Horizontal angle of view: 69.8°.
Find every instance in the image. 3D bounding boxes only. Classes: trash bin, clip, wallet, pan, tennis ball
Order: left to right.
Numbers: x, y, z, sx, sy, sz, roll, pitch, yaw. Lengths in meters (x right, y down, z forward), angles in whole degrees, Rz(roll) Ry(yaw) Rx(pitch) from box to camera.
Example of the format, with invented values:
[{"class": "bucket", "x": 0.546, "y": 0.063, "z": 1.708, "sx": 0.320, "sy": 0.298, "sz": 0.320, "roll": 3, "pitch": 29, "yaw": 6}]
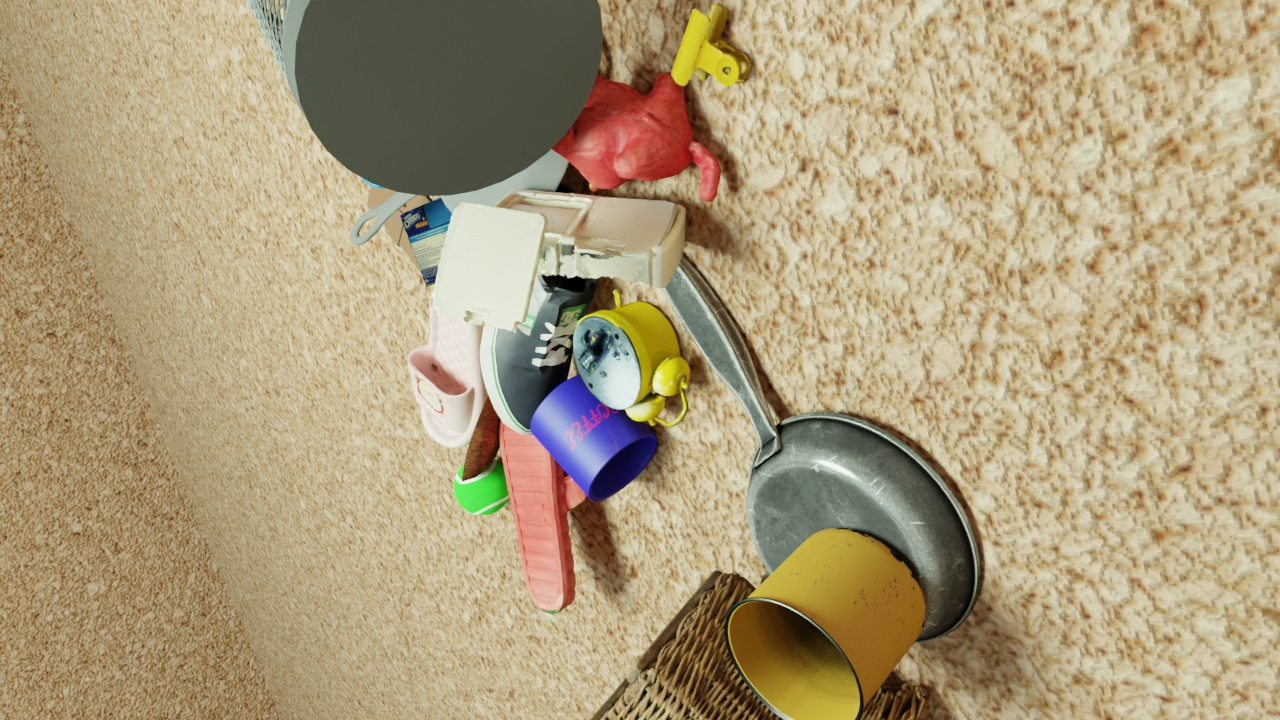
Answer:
[{"class": "wallet", "x": -0.257, "y": -0.164, "z": 1.000, "sx": 0.121, "sy": 0.013, "sz": 0.088, "roll": 49, "pitch": 136, "yaw": 20}, {"class": "trash bin", "x": -0.155, "y": -0.254, "z": 0.611, "sx": 0.227, "sy": 0.217, "sz": 0.218, "roll": 59, "pitch": 146, "yaw": 35}, {"class": "pan", "x": -0.167, "y": -0.181, "z": 0.792, "sx": 0.356, "sy": 0.024, "sz": 0.216, "roll": -26, "pitch": 73, "yaw": 40}, {"class": "tennis ball", "x": -0.177, "y": 0.141, "z": 1.033, "sx": 0.065, "sy": 0.065, "sz": 0.065, "roll": 27, "pitch": 129, "yaw": 39}, {"class": "clip", "x": 0.050, "y": -0.203, "z": 0.607, "sx": 0.049, "sy": 0.044, "sz": 0.054, "roll": 16, "pitch": 134, "yaw": -7}, {"class": "pan", "x": 0.102, "y": 0.058, "z": 0.675, "sx": 0.357, "sy": 0.055, "sz": 0.188, "roll": 52, "pitch": 141, "yaw": 9}]

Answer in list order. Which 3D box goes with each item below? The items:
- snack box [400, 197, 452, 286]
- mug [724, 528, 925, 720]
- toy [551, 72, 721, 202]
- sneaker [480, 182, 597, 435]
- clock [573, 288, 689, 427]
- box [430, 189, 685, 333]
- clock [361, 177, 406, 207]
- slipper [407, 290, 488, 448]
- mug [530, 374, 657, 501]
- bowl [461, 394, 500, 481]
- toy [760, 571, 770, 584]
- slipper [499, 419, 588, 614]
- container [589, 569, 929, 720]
[{"class": "snack box", "x": -0.178, "y": -0.124, "z": 0.908, "sx": 0.150, "sy": 0.027, "sz": 0.082, "roll": -6, "pitch": 105, "yaw": 45}, {"class": "mug", "x": 0.123, "y": 0.183, "z": 0.608, "sx": 0.100, "sy": 0.093, "sz": 0.124, "roll": 27, "pitch": 131, "yaw": 32}, {"class": "toy", "x": 0.005, "y": -0.154, "z": 0.667, "sx": 0.133, "sy": 0.088, "sz": 0.094, "roll": 26, "pitch": 166, "yaw": 15}, {"class": "sneaker", "x": -0.080, "y": -0.034, "z": 0.790, "sx": 0.079, "sy": 0.084, "sz": 0.236, "roll": 29, "pitch": 121, "yaw": 43}, {"class": "clock", "x": -0.004, "y": 0.004, "z": 0.755, "sx": 0.118, "sy": 0.057, "sz": 0.084, "roll": 55, "pitch": 141, "yaw": 14}, {"class": "box", "x": -0.049, "y": -0.087, "z": 0.624, "sx": 0.143, "sy": 0.186, "sz": 0.070, "roll": 6, "pitch": 120, "yaw": 9}, {"class": "clock", "x": -0.259, "y": -0.239, "z": 0.920, "sx": 0.161, "sy": 0.060, "sz": 0.117, "roll": 52, "pitch": 141, "yaw": 19}, {"class": "slipper", "x": -0.213, "y": 0.014, "z": 1.013, "sx": 0.107, "sy": 0.055, "sz": 0.222, "roll": 41, "pitch": 136, "yaw": 26}, {"class": "mug", "x": -0.039, "y": 0.075, "z": 0.830, "sx": 0.083, "sy": 0.079, "sz": 0.111, "roll": 45, "pitch": 166, "yaw": 24}, {"class": "bowl", "x": -0.160, "y": 0.080, "z": 0.974, "sx": 0.026, "sy": 0.101, "sz": 0.114, "roll": 19, "pitch": 141, "yaw": -3}, {"class": "toy", "x": 0.097, "y": 0.213, "z": 0.774, "sx": 0.049, "sy": 0.030, "sz": 0.112, "roll": 37, "pitch": 137, "yaw": 11}, {"class": "slipper", "x": -0.088, "y": 0.125, "z": 0.923, "sx": 0.104, "sy": 0.059, "sz": 0.249, "roll": -2, "pitch": 94, "yaw": 53}, {"class": "container", "x": 0.066, "y": 0.302, "z": 0.730, "sx": 0.183, "sy": 0.161, "sz": 0.251, "roll": 40, "pitch": 137, "yaw": 13}]
